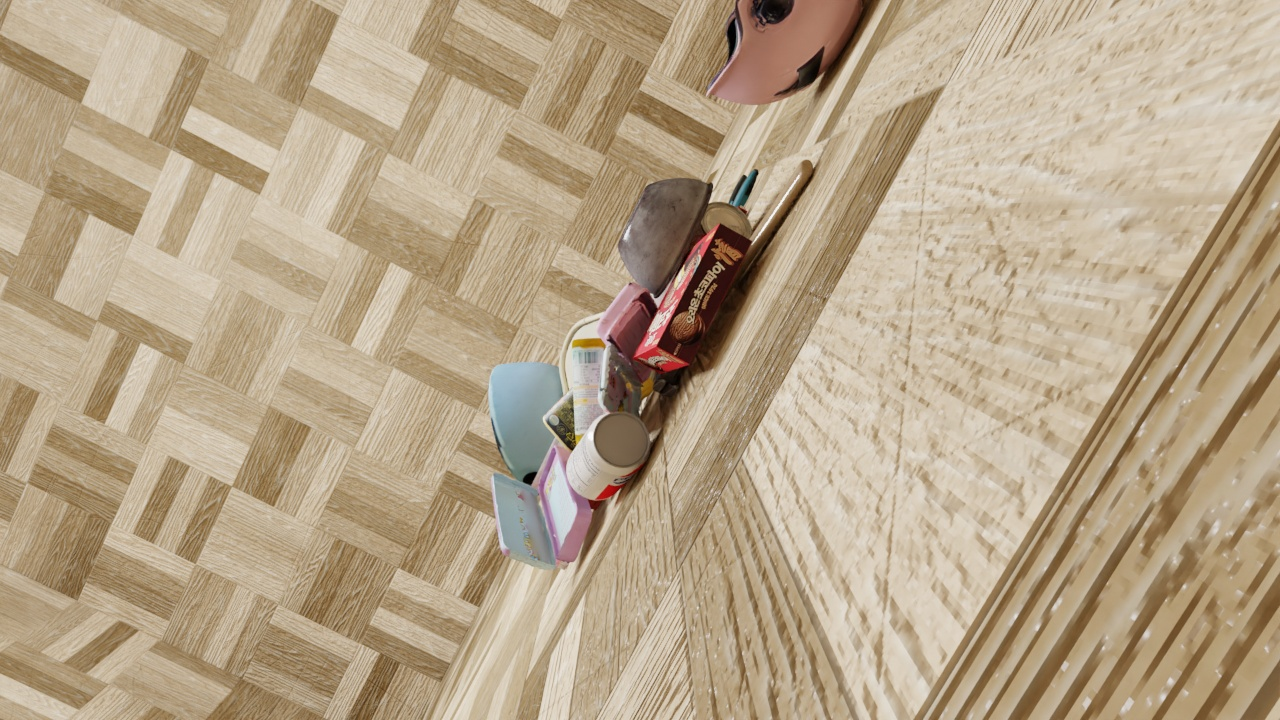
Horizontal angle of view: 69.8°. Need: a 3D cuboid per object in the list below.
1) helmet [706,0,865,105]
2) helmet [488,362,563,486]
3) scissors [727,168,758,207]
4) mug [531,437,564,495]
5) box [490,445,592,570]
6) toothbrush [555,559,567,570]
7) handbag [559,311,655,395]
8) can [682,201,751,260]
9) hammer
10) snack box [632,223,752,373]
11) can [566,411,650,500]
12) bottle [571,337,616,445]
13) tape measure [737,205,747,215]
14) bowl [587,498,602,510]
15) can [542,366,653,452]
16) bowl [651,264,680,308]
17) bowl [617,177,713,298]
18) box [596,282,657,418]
[{"bbox_3d":[0.180,-0.417,1.109,0.255,0.152,0.230,-64,7,5],"label":"helmet"},{"bbox_3d":[-0.157,0.103,1.559,0.266,0.167,0.225,53,-156,-56],"label":"helmet"},{"bbox_3d":[0.134,-0.215,1.324,0.121,0.019,0.150,-53,16,51],"label":"scissors"},{"bbox_3d":[-0.096,0.168,1.362,0.110,0.096,0.123,-60,-33,-10],"label":"mug"},{"bbox_3d":[-0.133,0.175,1.158,0.214,0.092,0.090,-125,54,-68],"label":"box"},{"bbox_3d":[-0.098,0.251,1.265,0.022,0.016,0.134,-61,2,20],"label":"toothbrush"},{"bbox_3d":[-0.031,0.017,1.420,0.230,0.132,0.183,-40,39,55],"label":"handbag"},{"bbox_3d":[0.086,-0.138,1.083,0.067,0.067,0.076,-65,5,-35],"label":"can"},{"bbox_3d":[0.093,-0.077,0.963,0.332,0.031,0.119,-55,9,43],"label":"hammer"},{"bbox_3d":[0.048,-0.058,0.932,0.132,0.036,0.152,-63,6,-8],"label":"snack box"},{"bbox_3d":[-0.037,0.106,1.014,0.070,0.070,0.132,-65,4,-26],"label":"can"},{"bbox_3d":[-0.053,0.067,1.116,0.053,0.053,0.186,161,107,-84],"label":"bottle"},{"bbox_3d":[0.120,-0.174,1.223,0.059,0.019,0.051,-61,4,30],"label":"tape measure"},{"bbox_3d":[-0.059,0.157,1.221,0.122,0.035,0.122,-62,4,7],"label":"bowl"},{"bbox_3d":[-0.056,0.055,1.225,0.101,0.072,0.130,-44,-6,25],"label":"can"},{"bbox_3d":[0.060,-0.107,1.159,0.104,0.054,0.105,-44,-39,-50],"label":"bowl"},{"bbox_3d":[0.020,-0.149,1.041,0.145,0.067,0.144,-63,7,13],"label":"bowl"},{"bbox_3d":[-0.015,0.004,1.079,0.201,0.059,0.155,58,-126,-71],"label":"box"}]
